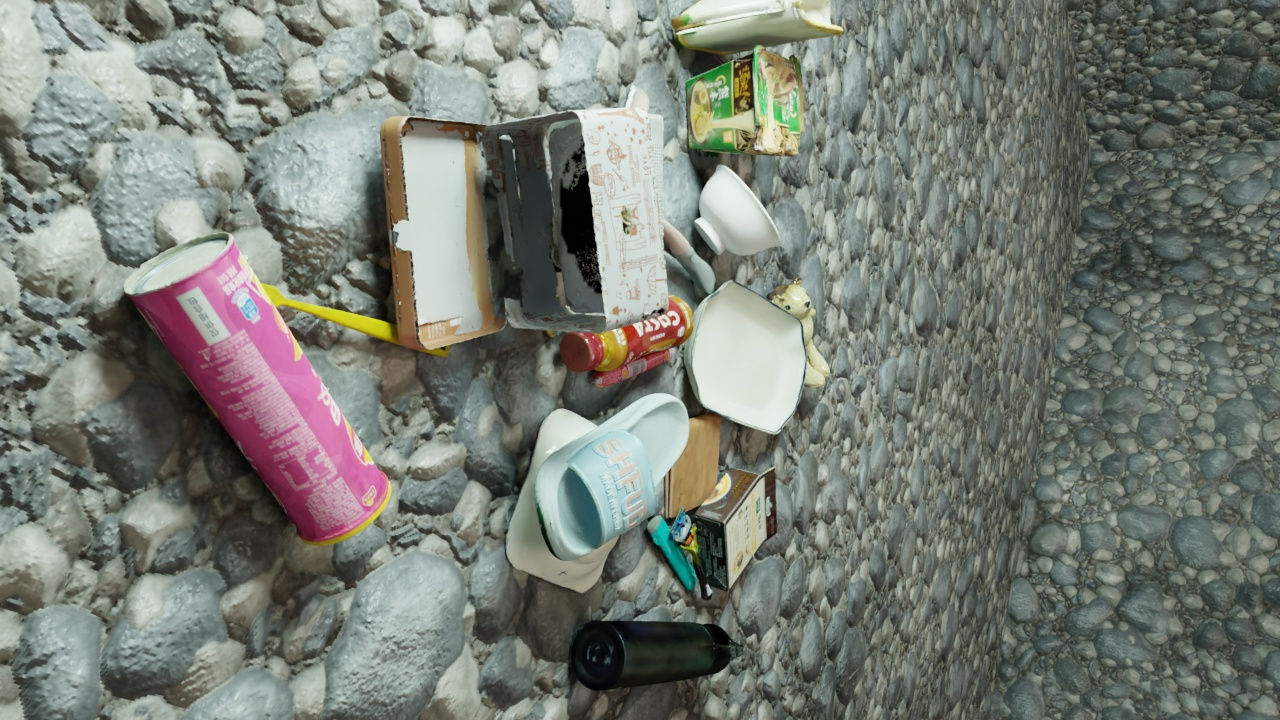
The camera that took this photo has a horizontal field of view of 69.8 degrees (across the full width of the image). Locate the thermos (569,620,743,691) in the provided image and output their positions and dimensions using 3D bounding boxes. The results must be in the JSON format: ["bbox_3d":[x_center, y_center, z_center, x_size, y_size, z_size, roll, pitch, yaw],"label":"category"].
[{"bbox_3d":[0.030,0.318,1.008,0.242,0.090,0.068,21,59,-54],"label":"thermos"}]

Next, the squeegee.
[{"bbox_3d":[0.034,-0.130,1.013,0.249,0.040,0.247,36,64,-51],"label":"squeegee"}]

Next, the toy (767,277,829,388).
[{"bbox_3d":[0.222,-0.035,1.268,0.105,0.066,0.157,-36,116,-27],"label":"toy"}]

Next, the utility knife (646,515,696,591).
[{"bbox_3d":[0.038,0.228,1.077,0.029,0.013,0.157,-59,140,-31],"label":"utility knife"}]

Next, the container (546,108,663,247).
[{"bbox_3d":[-0.033,-0.164,0.848,0.090,0.090,0.114,-7,95,-39],"label":"container"}]

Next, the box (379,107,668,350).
[{"bbox_3d":[-0.103,-0.107,0.727,0.192,0.157,0.183,-18,106,-46],"label":"box"}]

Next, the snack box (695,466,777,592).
[{"bbox_3d":[0.121,0.205,1.146,0.125,0.053,0.113,-43,136,-46],"label":"snack box"}]

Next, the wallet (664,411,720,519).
[{"bbox_3d":[0.061,0.124,1.096,0.101,0.020,0.115,-13,106,-53],"label":"wallet"}]

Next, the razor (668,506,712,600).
[{"bbox_3d":[0.067,0.239,1.091,0.042,0.022,0.143,-56,138,-42],"label":"razor"}]

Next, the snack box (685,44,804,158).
[{"bbox_3d":[0.115,-0.290,1.055,0.118,0.106,0.117,-12,101,-55],"label":"snack box"}]

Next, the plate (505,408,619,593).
[{"bbox_3d":[-0.057,0.143,0.913,0.164,0.034,0.163,37,64,-50],"label":"plate"}]

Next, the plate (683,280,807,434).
[{"bbox_3d":[0.131,0.000,1.155,0.265,0.034,0.162,21,80,-50],"label":"plate"}]

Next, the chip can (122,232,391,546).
[{"bbox_3d":[-0.243,0.023,0.601,0.071,0.071,0.211,-51,132,-40],"label":"chip can"}]

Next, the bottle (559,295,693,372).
[{"bbox_3d":[-0.013,-0.026,0.937,0.174,0.058,0.057,-21,110,-52],"label":"bottle"}]

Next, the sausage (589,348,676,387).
[{"bbox_3d":[-0.006,0.006,0.985,0.155,0.020,0.020,-21,110,-52],"label":"sausage"}]

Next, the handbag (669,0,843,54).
[{"bbox_3d":[0.116,-0.376,0.995,0.178,0.164,0.063,-22,109,-52],"label":"handbag"}]

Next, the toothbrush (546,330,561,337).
[{"bbox_3d":[-0.091,-0.114,0.850,0.016,0.018,0.191,-26,114,-53],"label":"toothbrush"}]

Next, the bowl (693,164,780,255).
[{"bbox_3d":[0.103,-0.162,1.071,0.065,0.118,0.118,-38,134,0],"label":"bowl"}]

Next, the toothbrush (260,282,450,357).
[{"bbox_3d":[-0.214,-0.028,0.686,0.190,0.017,0.015,20,76,-56],"label":"toothbrush"}]

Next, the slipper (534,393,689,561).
[{"bbox_3d":[-0.012,0.108,0.879,0.244,0.074,0.104,-36,123,-49],"label":"slipper"}]

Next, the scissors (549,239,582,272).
[{"bbox_3d":[-0.030,-0.132,0.911,0.175,0.014,0.159,-20,101,-37],"label":"scissors"}]
